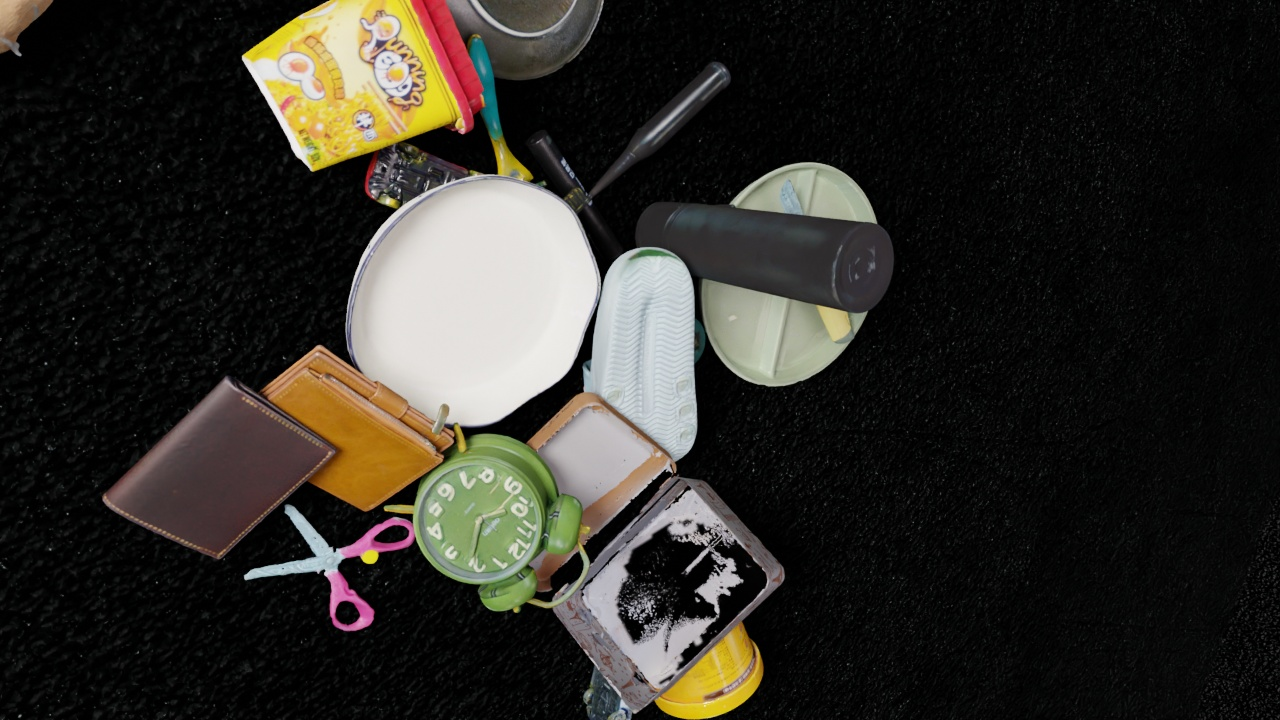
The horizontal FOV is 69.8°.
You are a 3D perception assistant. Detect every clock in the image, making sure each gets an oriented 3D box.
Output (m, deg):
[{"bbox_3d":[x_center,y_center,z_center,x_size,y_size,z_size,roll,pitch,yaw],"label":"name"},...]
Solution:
[{"bbox_3d":[-0.112,0.132,0.733,0.161,0.056,0.116,40,98,-4],"label":"clock"}]

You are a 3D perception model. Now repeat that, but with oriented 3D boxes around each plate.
[{"bbox_3d":[0.152,-0.086,0.936,0.229,0.027,0.230,-11,113,-28],"label":"plate"},{"bbox_3d":[-0.094,-0.306,0.699,0.179,0.024,0.179,-12,110,-35],"label":"plate"},{"bbox_3d":[-0.130,-0.046,0.709,0.204,0.045,0.205,-18,126,-26],"label":"plate"}]

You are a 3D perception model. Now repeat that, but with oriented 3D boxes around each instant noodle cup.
[{"bbox_3d":[0.054,0.277,0.927,0.118,0.119,0.114,-27,111,-29],"label":"instant noodle cup"},{"bbox_3d":[-0.187,-0.191,0.612,0.123,0.116,0.116,-31,121,-14],"label":"instant noodle cup"}]

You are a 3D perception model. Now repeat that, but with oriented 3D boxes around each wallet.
[{"bbox_3d":[-0.287,0.078,0.633,0.122,0.020,0.096,-41,129,6],"label":"wallet"},{"bbox_3d":[-0.213,0.052,0.670,0.119,0.035,0.130,-35,129,17],"label":"wallet"}]

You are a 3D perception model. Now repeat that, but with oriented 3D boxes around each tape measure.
[{"bbox_3d":[0.038,-0.018,0.884,0.054,0.025,0.058,-29,120,-27],"label":"tape measure"}]

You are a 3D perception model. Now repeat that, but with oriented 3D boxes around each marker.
[{"bbox_3d":[-0.055,-0.138,0.782,0.022,0.020,0.132,-31,126,6],"label":"marker"}]

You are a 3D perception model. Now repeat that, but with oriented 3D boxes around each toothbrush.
[{"bbox_3d":[0.006,-0.193,0.798,0.212,0.026,0.027,-46,119,-24],"label":"toothbrush"}]

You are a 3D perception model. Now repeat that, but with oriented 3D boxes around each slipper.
[{"bbox_3d":[-0.005,0.005,0.822,0.104,0.074,0.246,-13,128,-20],"label":"slipper"}]

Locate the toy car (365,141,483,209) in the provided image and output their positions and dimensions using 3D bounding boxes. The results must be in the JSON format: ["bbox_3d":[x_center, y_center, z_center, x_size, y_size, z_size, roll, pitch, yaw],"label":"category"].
[{"bbox_3d":[-0.156,-0.129,0.696,0.106,0.031,0.049,16,97,-39],"label":"toy car"}]

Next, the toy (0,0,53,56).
[{"bbox_3d":[-0.386,-0.213,0.469,0.143,0.082,0.225,40,81,-33],"label":"toy"}]

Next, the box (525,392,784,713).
[{"bbox_3d":[-0.016,0.166,0.819,0.271,0.132,0.179,44,97,-9],"label":"box"}]

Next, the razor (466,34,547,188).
[{"bbox_3d":[-0.112,-0.187,0.715,0.043,0.028,0.133,-28,123,-21],"label":"razor"}]

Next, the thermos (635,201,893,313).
[{"bbox_3d":[0.099,-0.100,0.766,0.089,0.243,0.068,-39,124,-22],"label":"thermos"}]

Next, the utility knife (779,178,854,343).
[{"bbox_3d":[0.177,-0.092,0.921,0.031,0.021,0.208,-40,130,-15],"label":"utility knife"}]

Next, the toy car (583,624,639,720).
[{"bbox_3d":[-0.023,0.313,0.912,0.036,0.054,0.121,4,99,-36],"label":"toy car"}]

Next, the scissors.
[{"bbox_3d":[-0.242,0.165,0.726,0.133,0.017,0.131,-6,109,-32],"label":"scissors"}]
